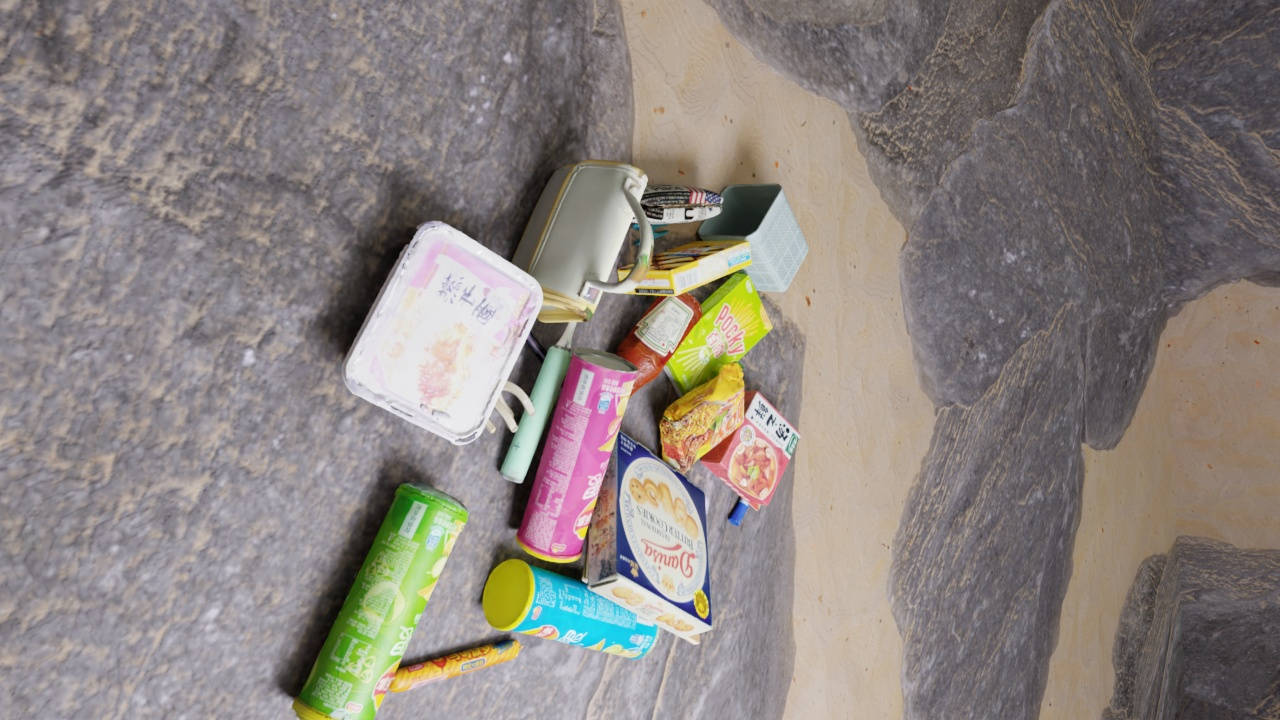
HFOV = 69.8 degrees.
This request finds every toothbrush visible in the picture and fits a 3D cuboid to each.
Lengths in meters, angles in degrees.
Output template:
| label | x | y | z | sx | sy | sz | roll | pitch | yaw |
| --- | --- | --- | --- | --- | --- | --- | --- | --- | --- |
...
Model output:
| label | x | y | z | sx | sy | sz | roll | pitch | yaw |
| --- | --- | --- | --- | --- | --- | --- | --- | --- | --- |
| toothbrush | -0.092 | 0.019 | 0.935 | 0.026 | 0.027 | 0.224 | 18 | 96 | -45 |
| toothbrush | -0.092 | 0.009 | 0.956 | 0.014 | 0.017 | 0.189 | -43 | 108 | -21 |

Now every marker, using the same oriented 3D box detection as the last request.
| label | x | y | z | sx | sy | sz | roll | pitch | yaw |
| --- | --- | --- | --- | --- | --- | --- | --- | --- | --- |
| marker | 0.160 | 0.160 | 1.246 | 0.017 | 0.017 | 0.145 | 52 | 60 | -35 |

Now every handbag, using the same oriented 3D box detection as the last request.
| label | x | y | z | sx | sy | sz | roll | pitch | yaw |
| --- | --- | --- | --- | --- | --- | --- | --- | --- | --- |
| handbag | -0.048 | -0.120 | 0.893 | 0.063 | 0.179 | 0.163 | 31 | 74 | -37 |

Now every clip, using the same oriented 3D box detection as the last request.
| label | x | y | z | sx | sy | sz | roll | pitch | yaw |
| --- | --- | --- | --- | --- | --- | --- | --- | --- | --- |
| clip | 0.012 | -0.150 | 1.066 | 0.056 | 0.015 | 0.049 | -18 | 105 | -43 |
| clip | -0.153 | 0.032 | 0.915 | 0.102 | 0.094 | 0.034 | 44 | 58 | 5 |

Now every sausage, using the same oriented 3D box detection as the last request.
| label | x | y | z | sx | sy | sz | roll | pitch | yaw |
| --- | --- | --- | --- | --- | --- | --- | --- | --- | --- |
| sausage | -0.183 | 0.303 | 0.916 | 0.164 | 0.021 | 0.021 | 0 | 95 | -45 |

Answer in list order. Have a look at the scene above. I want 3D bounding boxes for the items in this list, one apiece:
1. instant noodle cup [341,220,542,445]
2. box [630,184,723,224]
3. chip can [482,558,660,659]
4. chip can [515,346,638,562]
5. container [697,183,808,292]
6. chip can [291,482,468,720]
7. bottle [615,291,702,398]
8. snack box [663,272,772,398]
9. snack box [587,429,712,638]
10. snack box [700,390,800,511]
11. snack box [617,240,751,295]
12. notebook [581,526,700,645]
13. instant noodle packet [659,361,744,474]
| label | x | y | z | sx | sy | sz | roll | pitch | yaw |
| --- | --- | --- | --- | --- | --- | --- | --- | --- | --- |
| instant noodle cup | -0.184 | -0.024 | 0.837 | 0.138 | 0.060 | 0.173 | 31 | 70 | -26 |
| box | 0.027 | -0.172 | 1.044 | 0.164 | 0.072 | 0.060 | -11 | 127 | -41 |
| chip can | -0.070 | 0.272 | 0.992 | 0.210 | 0.071 | 0.071 | 31 | 73 | -43 |
| chip can | -0.065 | 0.096 | 0.936 | 0.071 | 0.071 | 0.211 | 6 | 106 | -45 |
| container | 0.146 | -0.149 | 1.148 | 0.111 | 0.090 | 0.090 | 51 | 60 | -38 |
| chip can | -0.229 | 0.219 | 0.825 | 0.072 | 0.073 | 0.221 | 37 | 69 | -41 |
| bottle | -0.006 | 0.006 | 1.035 | 0.205 | 0.060 | 0.060 | -53 | 128 | -19 |
| snack box | 0.092 | -0.029 | 1.131 | 0.156 | 0.026 | 0.086 | -42 | 122 | -22 |
| snack box | 0.012 | 0.195 | 1.026 | 0.178 | 0.046 | 0.182 | 39 | 37 | -41 |
| snack box | 0.153 | 0.121 | 1.202 | 0.127 | 0.044 | 0.113 | 42 | 65 | -29 |
| snack box | 0.052 | -0.108 | 1.058 | 0.140 | 0.087 | 0.034 | -23 | 110 | -41 |
| notebook | 0.006 | 0.222 | 1.057 | 0.211 | 0.012 | 0.149 | 42 | 37 | -39 |
| instant noodle packet | 0.078 | 0.071 | 1.108 | 0.128 | 0.044 | 0.111 | -36 | 144 | -28 |
